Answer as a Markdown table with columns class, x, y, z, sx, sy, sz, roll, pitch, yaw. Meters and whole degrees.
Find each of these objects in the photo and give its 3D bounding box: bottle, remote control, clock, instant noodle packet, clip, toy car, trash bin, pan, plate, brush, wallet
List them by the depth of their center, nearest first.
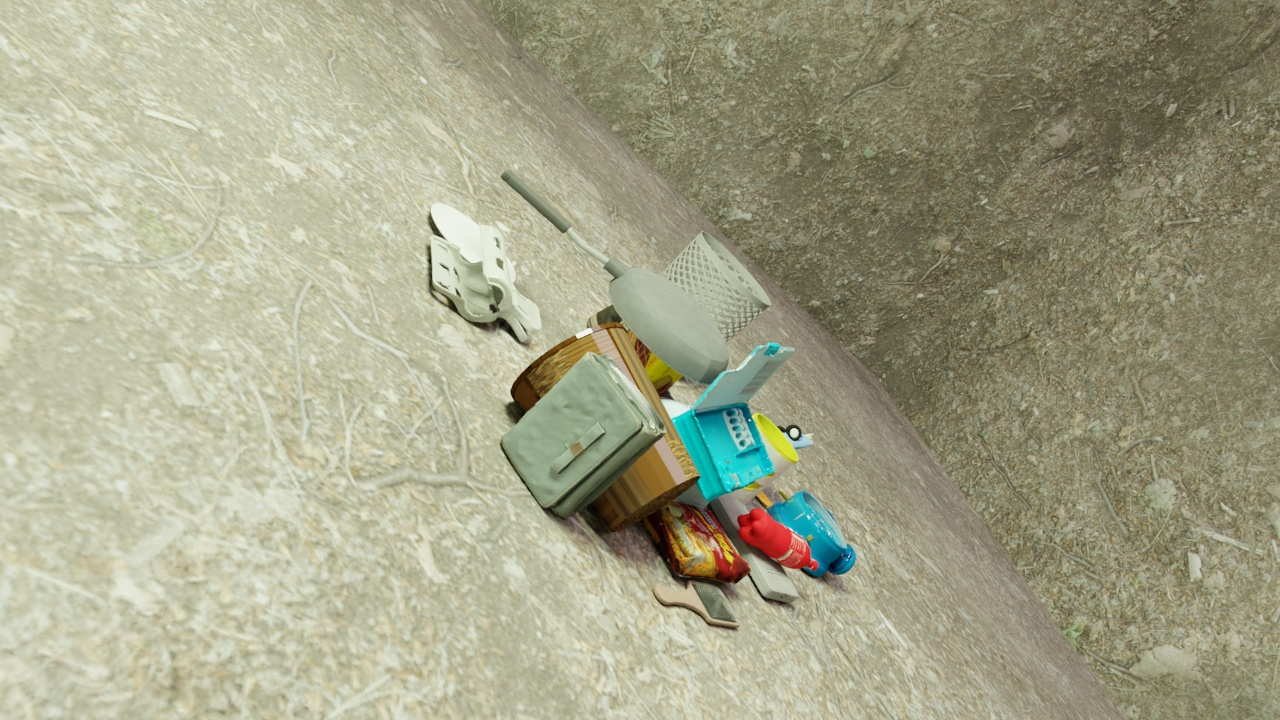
| class | x | y | z | sx | sy | sz | roll | pitch | yaw |
| --- | --- | --- | --- | --- | --- | --- | --- | --- | --- |
| wallet | -0.052 | 0.066 | 0.815 | 0.100 | 0.132 | 0.054 | 48 | 19 | 9 |
| brush | 0.056 | 0.234 | 0.902 | 0.135 | 0.015 | 0.050 | 28 | 23 | -50 |
| instant noodle packet | 0.055 | 0.189 | 0.971 | 0.135 | 0.040 | 0.098 | 26 | 19 | -50 |
| clip | -0.159 | -0.091 | 1.022 | 0.151 | 0.105 | 0.126 | 27 | 26 | -27 |
| pan | -0.025 | -0.107 | 1.100 | 0.357 | 0.041 | 0.178 | 42 | 19 | -5 |
| bottle | 0.170 | 0.221 | 1.105 | 0.141 | 0.042 | 0.042 | 37 | 19 | -34 |
| remote control | 0.134 | 0.227 | 1.119 | 0.074 | 0.019 | 0.151 | 28 | 25 | -50 |
| plate | -0.209 | -0.142 | 1.137 | 0.134 | 0.011 | 0.134 | 42 | 16 | -16 |
| clock | 0.244 | 0.244 | 1.289 | 0.161 | 0.060 | 0.116 | 33 | 21 | -45 |
| toy car | 0.168 | 0.121 | 1.291 | 0.056 | 0.153 | 0.054 | 162 | -75 | -69 |
| trash bin | 0.085 | -0.083 | 1.446 | 0.156 | 0.183 | 0.156 | 42 | 16 | -16 |

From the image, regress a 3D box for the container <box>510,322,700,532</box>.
| class | x | y | z | sx | sy | sz | roll | pitch | yaw |
| --- | --- | --- | --- | --- | --- | --- | --- | --- | --- |
| container | -0.028 | 0.069 | 0.895 | 0.167 | 0.132 | 0.132 | 57 | 18 | 14 |

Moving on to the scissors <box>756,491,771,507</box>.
| class | x | y | z | sx | sy | sz | roll | pitch | yaw |
| --- | --- | --- | --- | --- | --- | --- | --- | --- | --- |
| scissors | 0.145 | 0.163 | 1.318 | 0.128 | 0.013 | 0.065 | 50 | 17 | 14 |

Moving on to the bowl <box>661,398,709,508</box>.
| class | x | y | z | sx | sy | sz | roll | pitch | yaw |
| --- | --- | --- | --- | --- | --- | --- | --- | --- | --- |
| bowl | 0.049 | 0.101 | 1.073 | 0.150 | 0.075 | 0.150 | 50 | 10 | -13 |

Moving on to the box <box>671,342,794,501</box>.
| class | x | y | z | sx | sy | sz | roll | pitch | yaw |
| --- | --- | --- | --- | --- | --- | --- | --- | --- | --- |
| box | 0.102 | 0.059 | 1.004 | 0.084 | 0.171 | 0.227 | 9 | 3 | 20 |

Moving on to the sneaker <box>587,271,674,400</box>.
| class | x | y | z | sx | sy | sz | roll | pitch | yaw |
| --- | --- | --- | --- | --- | --- | --- | --- | --- | --- |
| sneaker | 0.022 | -0.011 | 1.227 | 0.095 | 0.120 | 0.234 | 32 | 24 | -42 |

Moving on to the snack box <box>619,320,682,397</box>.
| class | x | y | z | sx | sy | sz | roll | pitch | yaw |
| --- | --- | --- | --- | --- | --- | --- | --- | --- | --- |
| snack box | -0.007 | 0.007 | 1.128 | 0.061 | 0.106 | 0.083 | 17 | 32 | -52 |

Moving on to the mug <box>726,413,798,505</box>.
| class | x | y | z | sx | sy | sz | roll | pitch | yaw |
| --- | --- | --- | --- | --- | --- | --- | --- | --- | --- |
| mug | 0.141 | 0.133 | 1.204 | 0.082 | 0.106 | 0.082 | 42 | 17 | -16 |
